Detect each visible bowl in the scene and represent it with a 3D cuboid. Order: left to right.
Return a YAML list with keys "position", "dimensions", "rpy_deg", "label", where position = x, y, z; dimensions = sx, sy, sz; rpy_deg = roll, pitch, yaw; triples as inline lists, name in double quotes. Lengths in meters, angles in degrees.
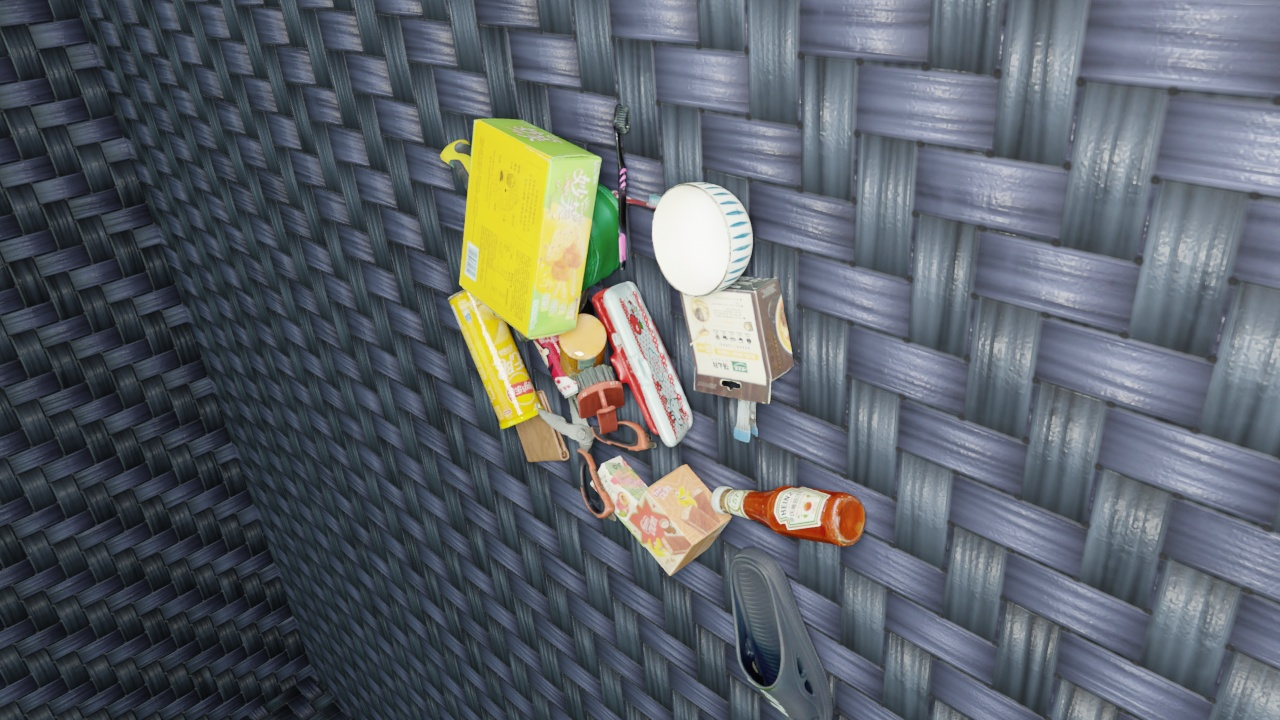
- position: [0.073, -0.128, 0.951]
  dimensions: [0.116, 0.066, 0.116]
  rpy_deg: [22, 120, 44]
  label: "bowl"

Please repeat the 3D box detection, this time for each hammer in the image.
- position: [-0.173, -0.174, 1.209]
  dimensions: [0.323, 0.126, 0.032]
  rpy_deg: [57, 165, 24]
  label: "hammer"

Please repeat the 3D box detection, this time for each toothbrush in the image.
- position: [-0.033, -0.199, 1.083]
  dimensions: [0.188, 0.016, 0.017]
  rpy_deg: [21, 120, 42]
  label: "toothbrush"
- position: [-0.019, -0.195, 1.047]
  dimensions: [0.018, 0.014, 0.189]
  rpy_deg: [13, 113, 36]
  label: "toothbrush"

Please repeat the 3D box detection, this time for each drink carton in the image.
- position: [-0.011, 0.197, 1.291]
  dimensions: [0.122, 0.045, 0.054]
  rpy_deg: [46, 132, 19]
  label: "drink carton"

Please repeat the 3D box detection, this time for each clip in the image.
- position: [0.123, 0.064, 1.066]
  dimensions: [0.027, 0.043, 0.058]
  rpy_deg: [22, 125, 43]
  label: "clip"

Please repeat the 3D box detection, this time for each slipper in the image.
- position: [0.159, 0.372, 1.172]
  dimensions: [0.111, 0.083, 0.268]
  rpy_deg: [-3, 109, 53]
  label: "slipper"

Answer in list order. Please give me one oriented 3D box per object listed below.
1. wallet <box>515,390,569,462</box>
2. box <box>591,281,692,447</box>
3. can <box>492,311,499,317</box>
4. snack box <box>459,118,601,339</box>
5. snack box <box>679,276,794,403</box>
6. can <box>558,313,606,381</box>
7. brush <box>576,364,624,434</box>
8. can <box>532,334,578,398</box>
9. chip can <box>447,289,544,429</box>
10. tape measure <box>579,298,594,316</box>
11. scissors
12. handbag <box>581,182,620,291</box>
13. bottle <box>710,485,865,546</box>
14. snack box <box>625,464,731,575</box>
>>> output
- position: [-0.162, 0.105, 1.438]
  dimensions: [0.101, 0.020, 0.115]
  rpy_deg: [-11, 101, 51]
  label: "wallet"
- position: [0.005, 0.001, 1.123]
  dimensions: [0.154, 0.074, 0.201]
  rpy_deg: [-163, 49, -81]
  label: "box"
- position: [-0.181, -0.115, 1.246]
  dimensions: [0.083, 0.101, 0.057]
  rpy_deg: [43, 141, 28]
  label: "can"
- position: [-0.130, -0.152, 1.040]
  dimensions: [0.158, 0.069, 0.210]
  rpy_deg: [35, 125, 40]
  label: "snack box"
- position: [0.103, -0.026, 1.000]
  dimensions: [0.113, 0.053, 0.126]
  rpy_deg: [10, 121, 47]
  label: "snack box"
- position: [-0.074, -0.013, 1.167]
  dimensions: [0.058, 0.058, 0.146]
  rpy_deg: [55, 169, 9]
  label: "can"
- position: [-0.050, 0.053, 1.180]
  dimensions: [0.146, 0.063, 0.069]
  rpy_deg: [95, 157, -75]
  label: "brush"
- position: [-0.113, -0.017, 1.266]
  dimensions: [0.053, 0.053, 0.132]
  rpy_deg: [-25, 93, 54]
  label: "can"
- position: [-0.216, -0.007, 1.373]
  dimensions: [0.072, 0.071, 0.213]
  rpy_deg: [-22, 92, 54]
  label: "chip can"
- position: [-0.088, -0.063, 1.219]
  dimensions: [0.057, 0.039, 0.058]
  rpy_deg: [5, 112, 49]
  label: "tape measure"
- position: [-0.069, 0.119, 1.284]
  dimensions: [0.226, 0.015, 0.189]
  rpy_deg: [11, 93, 37]
  label: "scissors"
- position: [-0.081, -0.156, 1.108]
  dimensions: [0.120, 0.067, 0.132]
  rpy_deg: [37, 148, 24]
  label: "handbag"
- position: [0.161, 0.171, 1.054]
  dimensions: [0.206, 0.059, 0.060]
  rpy_deg: [0, 112, 52]
  label: "bottle"
- position: [0.048, 0.209, 1.200]
  dimensions: [0.094, 0.076, 0.093]
  rpy_deg: [48, 142, 18]
  label: "snack box"
